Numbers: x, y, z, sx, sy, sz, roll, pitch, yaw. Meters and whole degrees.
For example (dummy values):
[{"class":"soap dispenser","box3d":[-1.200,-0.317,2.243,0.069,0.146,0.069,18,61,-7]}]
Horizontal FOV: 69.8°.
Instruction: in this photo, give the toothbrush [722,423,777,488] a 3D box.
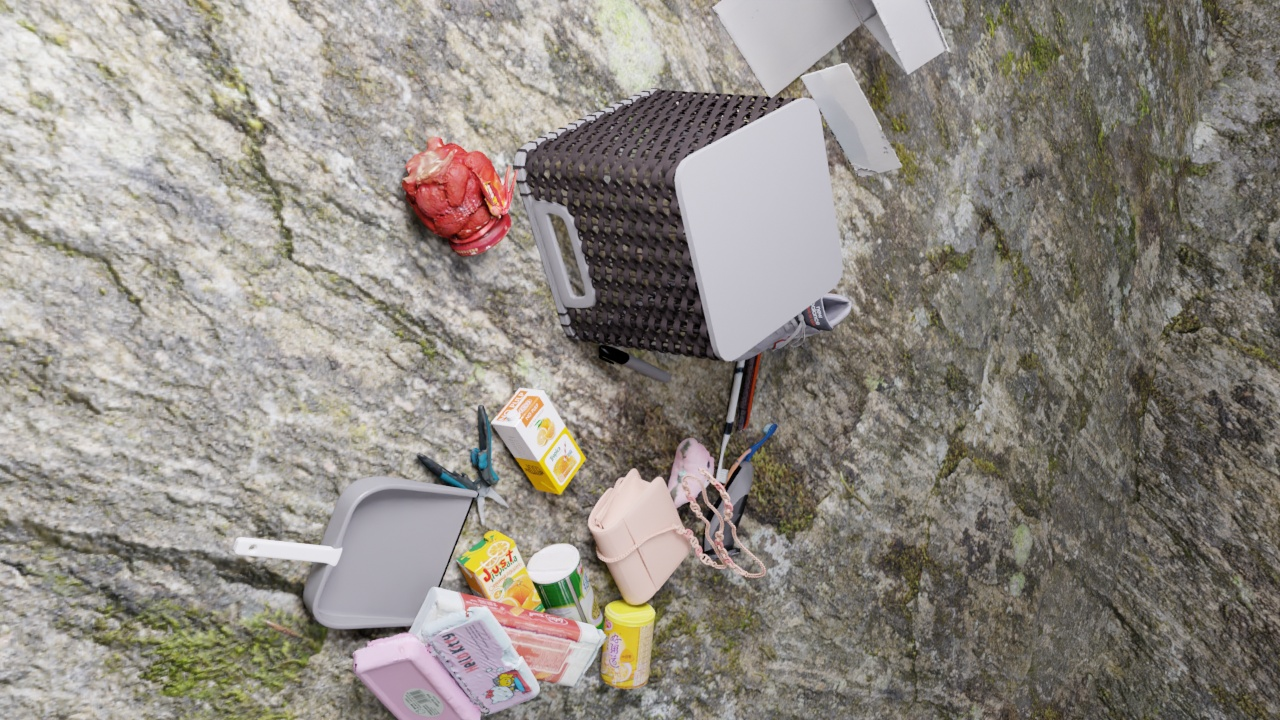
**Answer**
[{"class":"toothbrush","box3d":[0.162,0.143,1.376,0.134,0.017,0.021,-48,125,-20]}]

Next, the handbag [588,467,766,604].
[{"class":"handbag","box3d":[0.035,0.233,1.158,0.116,0.187,0.199,-48,133,-33]}]

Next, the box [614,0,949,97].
[{"class":"box","box3d":[0.184,-0.467,1.227,0.167,0.447,0.164,45,60,-40]}]

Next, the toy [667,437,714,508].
[{"class":"toy","box3d":[0.074,0.154,1.271,0.095,0.053,0.099,6,100,-56]}]

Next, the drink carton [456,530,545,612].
[{"class":"drink carton","box3d":[-0.164,0.264,1.082,0.058,0.041,0.122,-37,123,-31]}]

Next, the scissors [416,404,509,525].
[{"class":"scissors","box3d":[-0.197,0.125,1.031,0.117,0.019,0.148,-12,111,-41]}]

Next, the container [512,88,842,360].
[{"class":"container","box3d":[0.052,-0.157,1.033,0.244,0.244,0.247,-34,122,-33]}]

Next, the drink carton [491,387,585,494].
[{"class":"drink carton","box3d":[-0.119,0.092,1.073,0.058,0.040,0.122,-54,132,-33]}]

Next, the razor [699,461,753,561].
[{"class":"razor","box3d":[0.128,0.220,1.333,0.057,0.060,0.156,17,85,-60]}]

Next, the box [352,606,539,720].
[{"class":"box","box3d":[-0.205,0.349,1.000,0.154,0.041,0.201,-17,133,2]}]

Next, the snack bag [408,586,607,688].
[{"class":"snack bag","box3d":[-0.152,0.320,1.053,0.225,0.041,0.077,23,100,-32]}]

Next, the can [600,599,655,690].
[{"class":"can","box3d":[-0.018,0.380,1.231,0.067,0.068,0.105,-5,104,-42]}]

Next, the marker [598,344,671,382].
[{"class":"marker","box3d":[-0.007,0.007,1.183,0.022,0.016,0.138,-47,137,17]}]

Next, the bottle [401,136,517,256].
[{"class":"bottle","box3d":[-0.178,-0.169,0.920,0.098,0.099,0.111,-49,134,-23]}]

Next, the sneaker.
[{"class":"sneaker","box3d":[0.200,-0.061,1.270,0.239,0.124,0.089,-16,93,-43]}]

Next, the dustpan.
[{"class":"dustpan","box3d":[-0.292,0.197,0.939,0.257,0.033,0.163,19,94,-44]}]

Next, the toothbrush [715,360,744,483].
[{"class":"toothbrush","box3d":[0.133,0.088,1.331,0.012,0.017,0.187,-9,110,-74]}]

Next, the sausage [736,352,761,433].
[{"class":"sausage","box3d":[0.159,0.033,1.340,0.020,0.020,0.155,3,99,-44]}]

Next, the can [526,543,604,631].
[{"class":"can","box3d":[-0.092,0.292,1.138,0.067,0.067,0.121,-36,123,-31]}]
